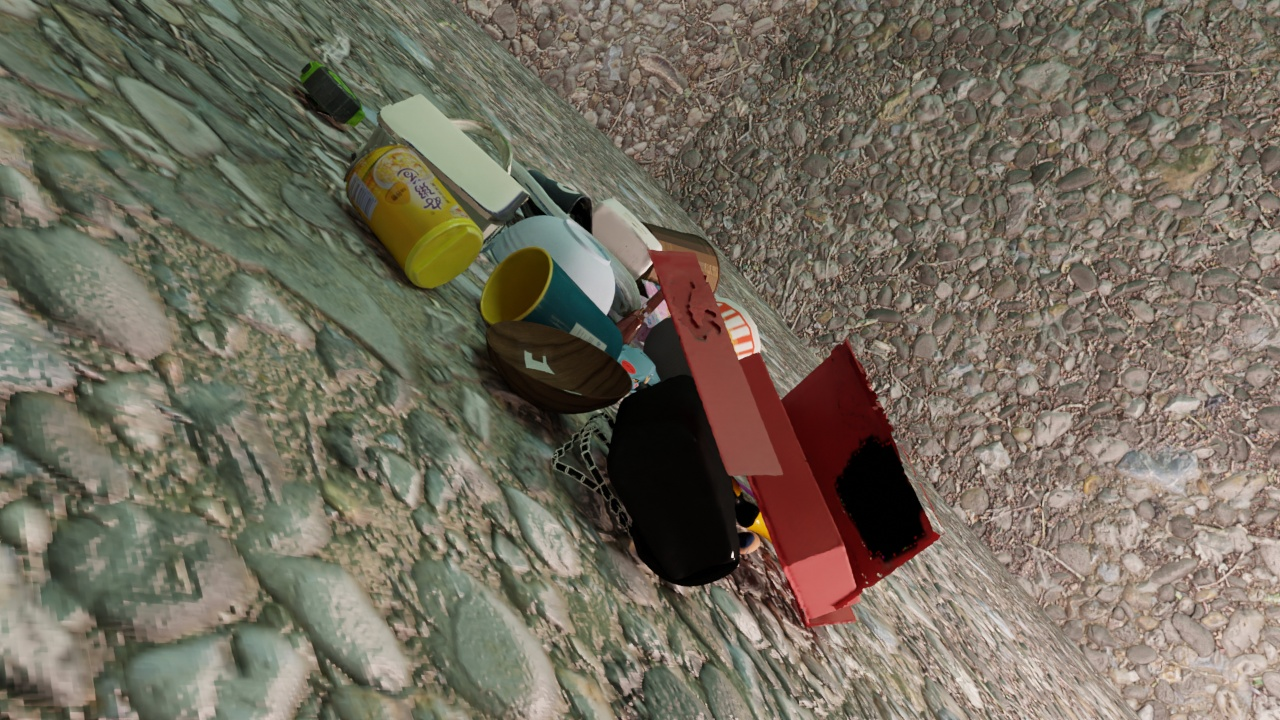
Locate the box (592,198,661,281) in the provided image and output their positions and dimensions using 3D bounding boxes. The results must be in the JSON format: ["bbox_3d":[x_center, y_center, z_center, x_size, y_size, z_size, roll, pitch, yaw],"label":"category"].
[{"bbox_3d":[-0.034,-0.153,1.240,0.108,0.103,0.101,45,23,1],"label":"box"}]

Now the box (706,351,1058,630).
[{"bbox_3d":[0.226,0.149,0.895,0.424,0.128,0.212,22,37,-38],"label":"box"}]

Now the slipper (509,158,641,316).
[{"bbox_3d":[-0.075,-0.161,1.127,0.264,0.063,0.111,49,-16,28],"label":"slipper"}]

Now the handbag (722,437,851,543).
[{"bbox_3d":[0.161,0.142,1.013,0.170,0.068,0.144,35,31,-8],"label":"handbag"}]

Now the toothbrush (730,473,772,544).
[{"bbox_3d":[0.104,0.149,0.883,0.196,0.031,0.030,47,43,-8],"label":"toothbrush"}]

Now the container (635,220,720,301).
[{"bbox_3d":[0.022,-0.139,1.347,0.132,0.132,0.167,51,19,25],"label":"container"}]

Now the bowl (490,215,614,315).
[{"bbox_3d":[-0.081,-0.104,0.992,0.150,0.075,0.150,42,12,-12],"label":"bowl"}]

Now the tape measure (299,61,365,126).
[{"bbox_3d":[-0.295,-0.250,0.869,0.065,0.036,0.058,49,3,32],"label":"tape measure"}]

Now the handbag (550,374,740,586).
[{"bbox_3d":[0.012,0.095,0.683,0.153,0.115,0.125,-93,160,-77],"label":"handbag"}]

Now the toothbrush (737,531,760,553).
[{"bbox_3d":[0.083,0.162,0.809,0.021,0.017,0.135,54,12,20],"label":"toothbrush"}]

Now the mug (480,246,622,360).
[{"bbox_3d":[-0.072,-0.035,0.810,0.121,0.078,0.078,40,12,-44],"label":"mug"}]

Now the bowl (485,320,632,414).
[{"bbox_3d":[-0.067,0.011,0.710,0.119,0.032,0.119,21,19,-8],"label":"bowl"}]

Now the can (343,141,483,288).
[{"bbox_3d":[-0.179,-0.114,0.723,0.105,0.068,0.067,49,13,19],"label":"can"}]

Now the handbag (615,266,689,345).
[{"bbox_3d":[0.010,-0.062,1.046,0.029,0.120,0.055,43,13,-8],"label":"handbag"}]

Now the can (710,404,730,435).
[{"bbox_3d":[0.125,0.085,1.151,0.080,0.031,0.031,45,12,2],"label":"can"}]

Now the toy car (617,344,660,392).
[{"bbox_3d":[-0.006,0.006,0.990,0.060,0.027,0.107,46,12,6],"label":"toy car"}]

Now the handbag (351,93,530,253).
[{"bbox_3d":[-0.180,-0.187,0.900,0.151,0.074,0.175,41,32,-9],"label":"handbag"}]

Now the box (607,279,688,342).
[{"bbox_3d":[0.030,-0.059,1.235,0.084,0.063,0.230,50,13,21],"label":"box"}]

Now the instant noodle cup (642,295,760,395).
[{"bbox_3d":[0.067,-0.011,1.093,0.123,0.124,0.121,47,20,10],"label":"instant noodle cup"}]
